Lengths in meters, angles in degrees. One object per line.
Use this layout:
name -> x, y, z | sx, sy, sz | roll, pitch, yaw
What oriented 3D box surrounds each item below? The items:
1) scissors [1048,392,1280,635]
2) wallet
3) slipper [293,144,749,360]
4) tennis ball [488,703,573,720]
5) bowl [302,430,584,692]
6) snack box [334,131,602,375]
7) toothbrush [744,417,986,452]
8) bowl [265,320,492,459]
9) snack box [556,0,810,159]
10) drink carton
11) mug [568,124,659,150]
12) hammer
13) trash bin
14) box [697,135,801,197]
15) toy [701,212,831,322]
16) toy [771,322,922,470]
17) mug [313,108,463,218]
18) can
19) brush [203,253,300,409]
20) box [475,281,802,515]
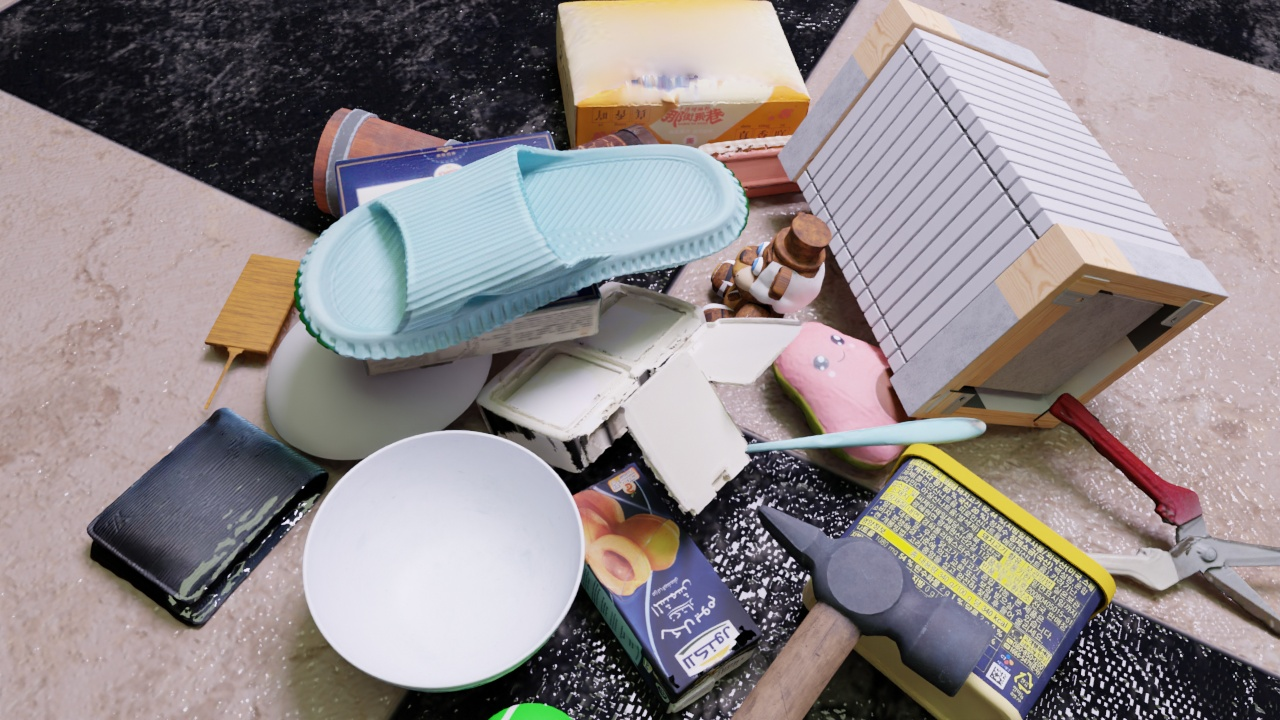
scissors -> 0.311, 0.107, 0.575 | 0.179, 0.015, 0.198 | -27, 81, -2
wallet -> -0.257, 0.087, 0.546 | 0.089, 0.026, 0.114 | 26, 55, 15
slipper -> -0.061, -0.081, 0.526 | 0.275, 0.070, 0.116 | -17, 59, -17
tennis ball -> -0.055, 0.204, 0.454 | 0.065, 0.065, 0.065 | 3, 54, -4
bowl -> -0.104, 0.119, 0.506 | 0.144, 0.074, 0.143 | 3, 54, -4
snack box -> -0.111, -0.071, 0.579 | 0.144, 0.043, 0.145 | -11, 59, -11
toothbrush -> 0.120, 0.050, 0.574 | 0.181, 0.016, 0.016 | -7, 66, 17
bowl -> -0.174, -0.007, 0.592 | 0.149, 0.043, 0.149 | -4, 46, 4
snack box -> 0.032, -0.246, 0.784 | 0.195, 0.081, 0.145 | -4, 54, -9
drink carton -> 0.007, 0.129, 0.531 | 0.064, 0.040, 0.130 | -27, 61, -22
mug -> -0.048, -0.128, 0.702 | 0.107, 0.080, 0.116 | -24, 31, -20
hammer -> 0.025, 0.215, 0.432 | 0.129, 0.040, 0.321 | 34, 72, 24
trash bin -> 0.230, -0.098, 0.628 | 0.142, 0.143, 0.246 | 6, 50, -31
box -> 0.127, -0.166, 0.754 | 0.187, 0.057, 0.067 | -9, 23, -14
toy -> 0.089, -0.057, 0.636 | 0.067, 0.113, 0.087 | 24, 54, -2
toy -> 0.135, 0.020, 0.616 | 0.110, 0.051, 0.089 | 35, 62, 15
mug -> -0.172, -0.144, 0.701 | 0.111, 0.082, 0.117 | 14, 30, 0
can -> 0.177, 0.133, 0.525 | 0.135, 0.075, 0.104 | 38, 62, 21
brush -> -0.267, -0.019, 0.628 | 0.048, 0.017, 0.126 | 9, 53, 1
box -> -0.003, 0.003, 0.568 | 0.180, 0.080, 0.143 | 18, 50, 38
